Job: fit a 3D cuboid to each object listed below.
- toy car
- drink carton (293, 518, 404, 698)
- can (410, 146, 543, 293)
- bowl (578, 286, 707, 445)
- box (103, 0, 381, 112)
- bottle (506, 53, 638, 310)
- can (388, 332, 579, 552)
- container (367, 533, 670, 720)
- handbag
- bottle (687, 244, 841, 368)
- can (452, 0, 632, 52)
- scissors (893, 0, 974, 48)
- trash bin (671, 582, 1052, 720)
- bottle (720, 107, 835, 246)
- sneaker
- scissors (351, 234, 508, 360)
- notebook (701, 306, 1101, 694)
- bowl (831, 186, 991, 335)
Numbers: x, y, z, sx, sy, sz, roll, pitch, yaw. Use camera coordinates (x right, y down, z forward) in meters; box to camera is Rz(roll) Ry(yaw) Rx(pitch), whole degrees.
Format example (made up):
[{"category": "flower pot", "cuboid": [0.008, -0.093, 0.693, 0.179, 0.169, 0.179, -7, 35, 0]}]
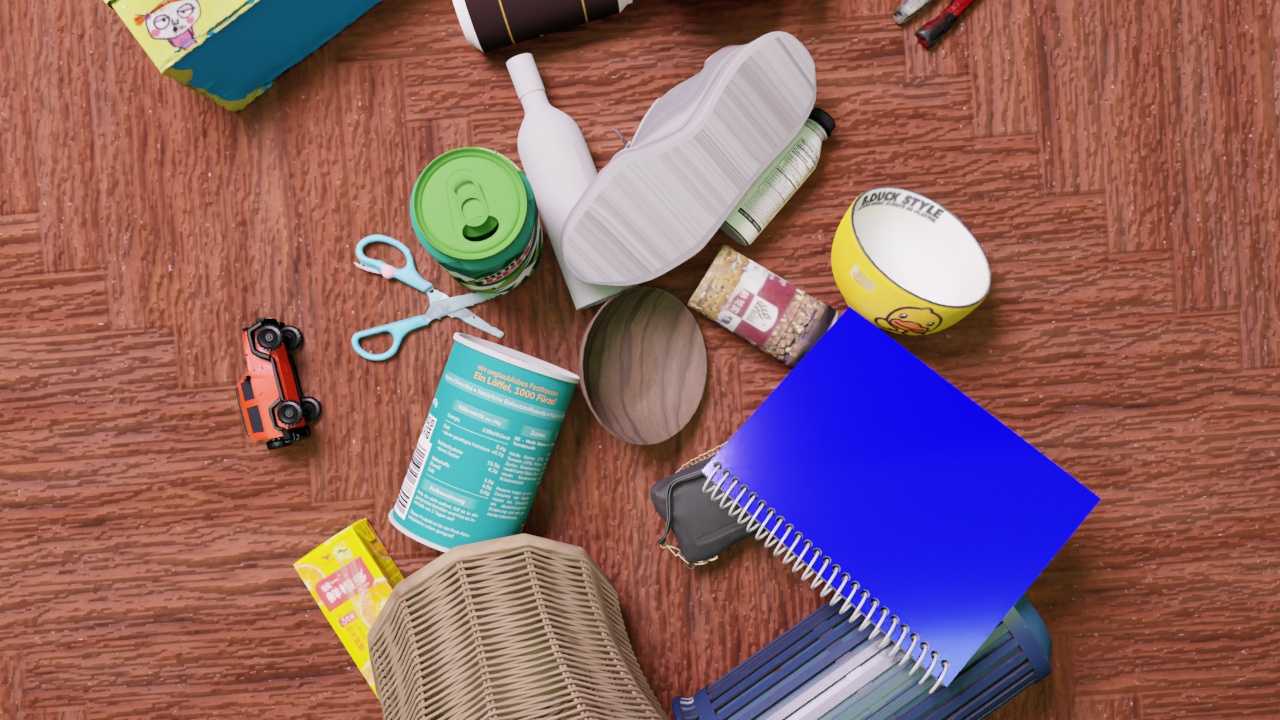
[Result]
[{"category": "toy car", "cuboid": [-0.285, 0.018, 0.712, 0.049, 0.051, 0.100, -14, 92, -1]}, {"category": "drink carton", "cuboid": [-0.209, 0.197, 0.720, 0.058, 0.043, 0.134, -32, 91, 2]}, {"category": "can", "cuboid": [-0.114, -0.097, 0.657, 0.083, 0.144, 0.083, 0, 87, -4]}, {"category": "bowl", "cuboid": [-0.004, 0.004, 0.701, 0.119, 0.032, 0.119, 0, 90, -37]}, {"category": "box", "cuboid": [-0.260, -0.286, 0.670, 0.221, 0.124, 0.079, -34, 91, 3]}, {"category": "bottle", "cuboid": [-0.059, -0.139, 0.704, 0.052, 0.052, 0.195, -20, 91, 1]}, {"category": "can", "cuboid": [-0.116, 0.064, 0.687, 0.099, 0.099, 0.144, 20, 92, 0]}, {"category": "container", "cuboid": [-0.078, 0.252, 0.608, 0.226, 0.196, 0.227, -10, 124, -15]}, {"category": "handbag", "cuboid": [0.070, 0.109, 0.711, 0.128, 0.054, 0.079, -25, 95, -1]}, {"category": "bottle", "cuboid": [0.094, -0.039, 0.704, 0.105, 0.056, 0.056, 31, 91, 0]}, {"category": "can", "cuboid": [-0.076, -0.284, 0.691, 0.128, 0.072, 0.072, -16, 91, 1]}, {"category": "scissors", "cuboid": [0.284, -0.318, 0.715, 0.189, 0.015, 0.140, -12, 90, 1]}, {"category": "trash bin", "cuboid": [0.164, 0.238, 0.671, 0.249, 0.139, 0.139, -35, 91, 0]}, {"category": "bottle", "cuboid": [0.105, -0.144, 0.708, 0.041, 0.041, 0.116, 41, 92, -1]}, {"category": "sneaker", "cuboid": [0.026, -0.148, 0.685, 0.236, 0.089, 0.099, -44, 111, -8]}, {"category": "scissors", "cuboid": [-0.176, -0.035, 0.729, 0.139, 0.015, 0.118, 29, 91, 2]}, {"category": "notebook", "cuboid": [0.171, 0.090, 0.630, 0.209, 0.022, 0.171, 41, 82, 17]}, {"category": "bowl", "cuboid": [0.193, -0.065, 0.687, 0.117, 0.068, 0.117, 12, 51, -16]}]
